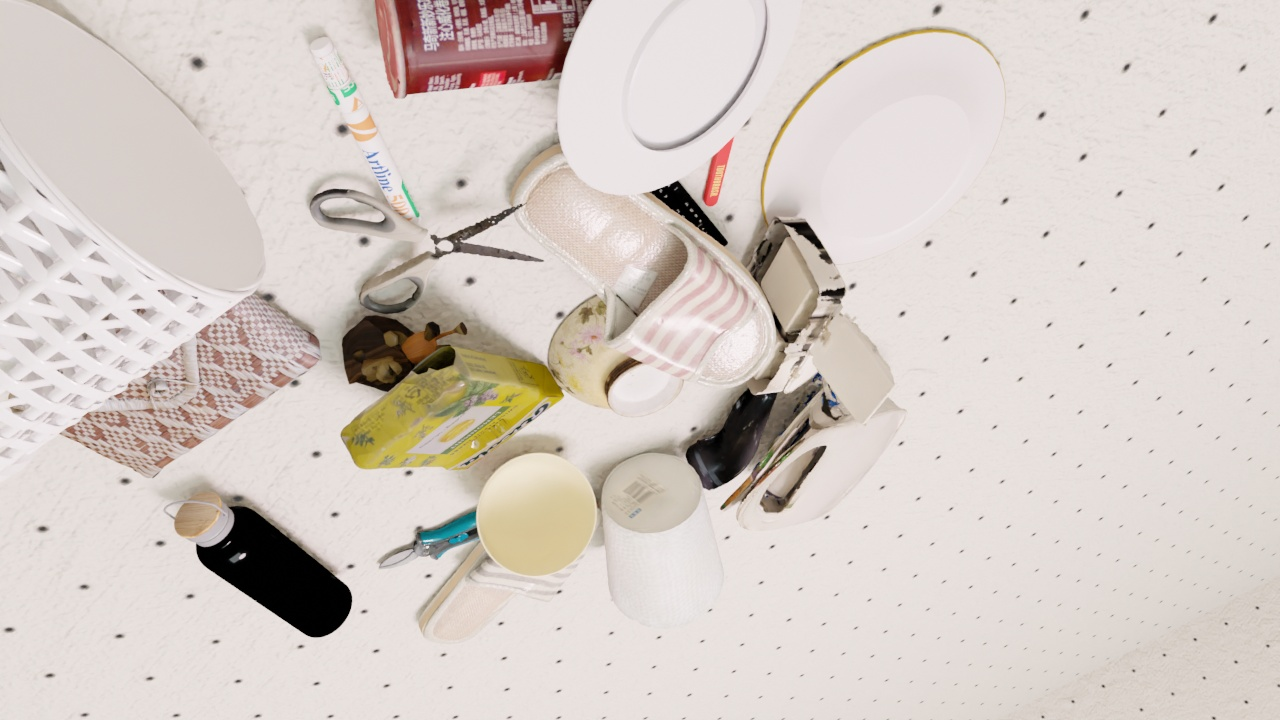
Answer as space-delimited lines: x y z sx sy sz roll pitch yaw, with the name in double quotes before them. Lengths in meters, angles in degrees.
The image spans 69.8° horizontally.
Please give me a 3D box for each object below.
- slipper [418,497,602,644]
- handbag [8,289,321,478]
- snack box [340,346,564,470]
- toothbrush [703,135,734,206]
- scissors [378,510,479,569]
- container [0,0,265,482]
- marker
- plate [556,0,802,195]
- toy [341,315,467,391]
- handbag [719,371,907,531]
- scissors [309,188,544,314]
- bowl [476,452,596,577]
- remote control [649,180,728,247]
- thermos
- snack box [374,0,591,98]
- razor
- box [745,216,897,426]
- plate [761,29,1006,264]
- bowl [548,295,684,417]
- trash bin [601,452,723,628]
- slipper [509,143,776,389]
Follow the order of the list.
"slipper" -0.146 0.241 1.020 0.273 0.054 0.114 -43 132 21
"handbag" -0.344 0.013 0.670 0.186 0.047 0.124 -33 141 9
"snack box" -0.149 0.045 0.755 0.121 0.045 0.180 -36 165 11
"toothbrush" 0.075 -0.200 0.679 0.012 0.018 0.213 -8 137 -20
"scissors" -0.202 0.181 0.949 0.135 0.019 0.139 5 132 -28
"container" -0.338 -0.058 0.486 0.187 0.189 0.189 -34 140 8
"marker" -0.179 -0.146 0.606 0.017 0.017 0.146 -22 140 -5
"plate" 0.035 -0.193 0.600 0.208 0.015 0.209 -33 151 -21
"toy" -0.182 -0.007 0.715 0.100 0.062 0.076 -16 125 17
"handbag" 0.168 0.100 0.981 0.199 0.093 0.201 -13 142 -41
"scissors" -0.160 -0.082 0.662 0.157 0.012 0.171 26 133 -30
"bowl" -0.111 0.150 0.910 0.117 0.118 0.074 -7 179 -21
"remote control" 0.028 -0.125 0.743 0.030 0.009 0.140 -36 139 12
"thermos" -0.348 0.184 0.841 0.061 0.061 0.231 -25 140 -1
"snack box" -0.093 -0.200 0.551 0.121 0.072 0.072 -12 138 -18
"razor" 0.096 0.075 0.968 0.063 0.052 0.141 20 121 -12
"box" 0.164 -0.015 0.793 0.098 0.183 0.144 -5 145 -25
"plate" 0.212 -0.167 0.782 0.229 0.021 0.230 -14 139 -13
"bowl" -0.005 0.005 0.824 0.145 0.063 0.145 -14 140 -12
"trash bin" 0.020 0.191 0.995 0.133 0.133 0.161 -18 135 -9
"slipper" 0.008 -0.060 0.718 0.115 0.052 0.263 -41 119 18
